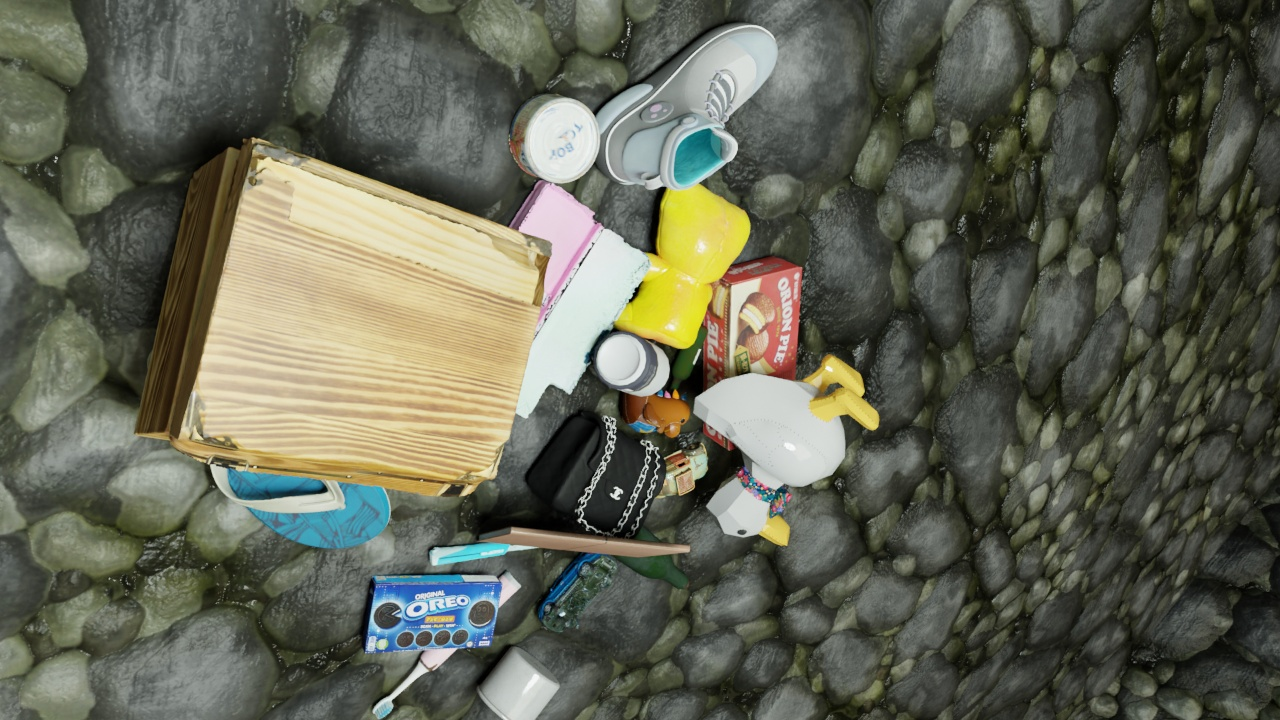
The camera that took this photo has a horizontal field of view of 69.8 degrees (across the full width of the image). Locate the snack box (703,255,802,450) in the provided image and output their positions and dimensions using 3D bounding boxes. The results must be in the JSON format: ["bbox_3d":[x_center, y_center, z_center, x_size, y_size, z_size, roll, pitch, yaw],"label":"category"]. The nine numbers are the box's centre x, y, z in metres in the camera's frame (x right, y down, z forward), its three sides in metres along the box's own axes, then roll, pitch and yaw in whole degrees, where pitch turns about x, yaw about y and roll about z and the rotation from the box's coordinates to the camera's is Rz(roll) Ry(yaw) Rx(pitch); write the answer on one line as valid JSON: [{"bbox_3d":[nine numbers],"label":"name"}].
[{"bbox_3d":[0.143,-0.010,1.192,0.113,0.060,0.237,-17,120,-28],"label":"snack box"}]

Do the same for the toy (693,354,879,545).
[{"bbox_3d":[0.164,0.109,1.142,0.246,0.140,0.268,38,113,-22],"label":"toy"}]

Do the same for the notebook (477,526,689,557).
[{"bbox_3d":[-0.068,0.210,1.057,0.209,0.142,0.008,11,72,-22],"label":"notebook"}]

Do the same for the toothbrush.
[{"bbox_3d":[-0.232,0.340,1.096,0.222,0.026,0.027,-44,133,-13],"label":"toothbrush"}]

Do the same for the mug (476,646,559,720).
[{"bbox_3d":[-0.151,0.415,1.165,0.070,0.084,0.113,-51,165,-10],"label":"mug"}]

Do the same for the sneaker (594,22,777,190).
[{"bbox_3d":[0.080,-0.264,0.962,0.256,0.160,0.093,-39,128,-15],"label":"sneaker"}]

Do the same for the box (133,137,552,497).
[{"bbox_3d":[-0.242,-0.017,0.777,0.278,0.176,0.247,17,76,-42],"label":"box"}]

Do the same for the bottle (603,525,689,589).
[{"bbox_3d":[0.017,0.268,1.231,0.055,0.055,0.174,-50,132,-7],"label":"bottle"}]

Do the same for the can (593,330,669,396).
[{"bbox_3d":[-0.006,0.006,1.047,0.064,0.064,0.127,-60,163,2],"label":"can"}]

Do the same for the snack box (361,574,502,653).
[{"bbox_3d":[-0.237,0.287,1.049,0.150,0.027,0.082,6,101,-30],"label":"snack box"}]

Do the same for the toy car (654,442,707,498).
[{"bbox_3d":[0.051,0.151,1.207,0.111,0.047,0.047,-24,120,-27],"label":"toy car"}]

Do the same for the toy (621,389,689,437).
[{"bbox_3d":[0.021,0.043,1.133,0.090,0.071,0.103,5,85,-30],"label":"toy"}]

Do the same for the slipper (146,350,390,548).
[{"bbox_3d":[-0.345,0.093,0.859,0.118,0.060,0.295,-26,125,1],"label":"slipper"}]

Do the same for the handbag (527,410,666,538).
[{"bbox_3d":[-0.034,0.142,1.096,0.153,0.115,0.125,34,84,-39],"label":"handbag"}]

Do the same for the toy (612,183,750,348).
[{"bbox_3d":[0.048,-0.106,1.061,0.134,0.087,0.194,24,96,-37],"label":"toy"}]

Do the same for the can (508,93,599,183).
[{"bbox_3d":[-0.086,-0.225,0.932,0.086,0.043,0.086,-14,118,-29],"label":"can"}]

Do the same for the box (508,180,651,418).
[{"bbox_3d":[-0.103,-0.056,0.989,0.159,0.035,0.230,32,90,-32],"label":"box"}]

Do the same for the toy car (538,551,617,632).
[{"bbox_3d":[-0.082,0.293,1.175,0.120,0.043,0.056,-50,131,-4],"label":"toy car"}]

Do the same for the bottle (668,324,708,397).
[{"bbox_3d":[0.055,0.003,1.156,0.025,0.025,0.106,16,100,-40],"label":"bottle"}]

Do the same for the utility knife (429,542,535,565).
[{"bbox_3d":[-0.175,0.223,1.095,0.168,0.015,0.022,1,117,-40],"label":"utility knife"}]
